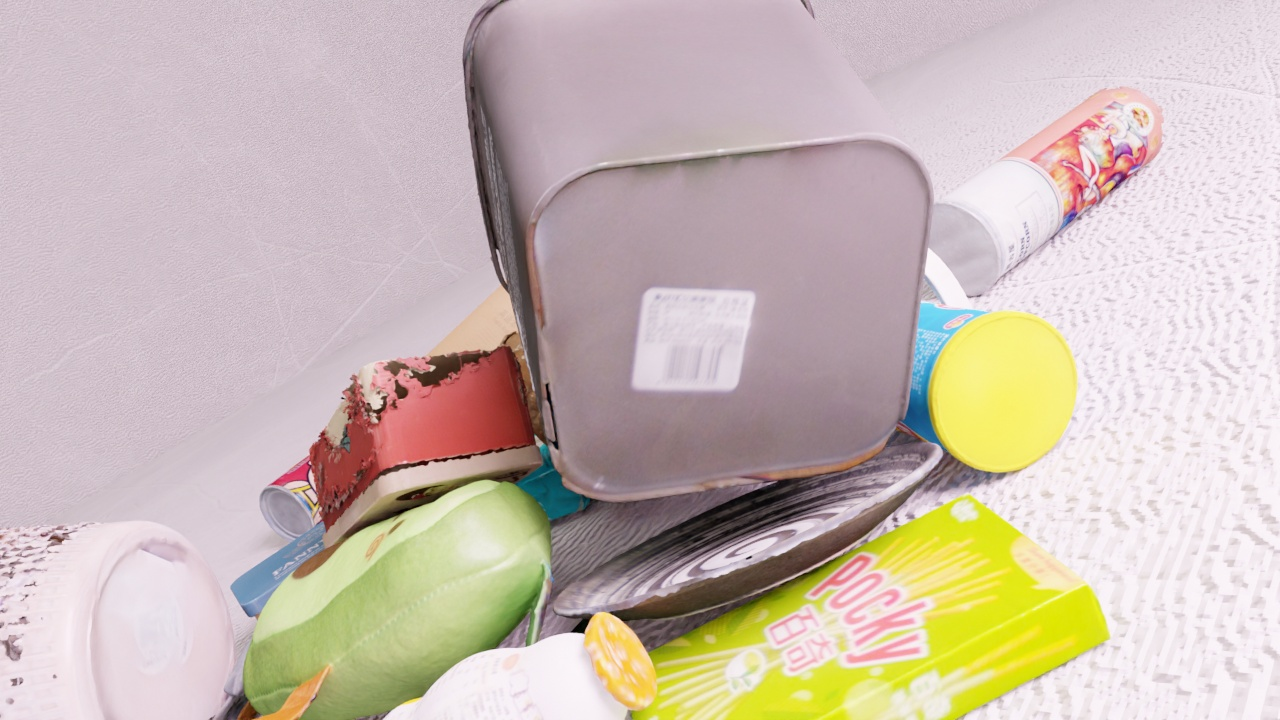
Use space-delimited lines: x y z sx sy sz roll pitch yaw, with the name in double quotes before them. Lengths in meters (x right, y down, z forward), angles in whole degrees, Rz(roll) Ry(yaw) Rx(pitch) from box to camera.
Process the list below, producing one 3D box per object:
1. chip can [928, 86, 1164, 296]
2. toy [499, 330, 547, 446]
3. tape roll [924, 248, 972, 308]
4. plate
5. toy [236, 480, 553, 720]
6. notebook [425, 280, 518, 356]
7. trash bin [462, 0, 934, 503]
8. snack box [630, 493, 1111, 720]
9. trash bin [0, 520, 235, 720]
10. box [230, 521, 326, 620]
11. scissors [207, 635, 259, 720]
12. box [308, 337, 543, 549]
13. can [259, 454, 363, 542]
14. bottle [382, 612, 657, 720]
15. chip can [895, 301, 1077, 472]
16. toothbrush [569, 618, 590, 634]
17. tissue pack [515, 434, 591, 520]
"chip can" 0.291 -0.127 0.665 0.214 0.071 0.071 -33 15 -25
"toy" -0.004 0.004 0.623 0.083 0.143 0.225 -42 4 29
"tape roll" 0.161 -0.033 0.530 0.014 0.086 0.086 -30 14 -8
"plate" 0.048 0.080 0.399 0.179 0.024 0.179 -23 -3 -2
"toy" -0.129 0.128 0.463 0.247 0.090 0.226 -33 5 33
"notebook" -0.125 0.000 0.829 0.211 0.012 0.149 -44 50 -5
"trash bin" 0.018 -0.065 0.442 0.198 0.199 0.219 -7 33 -5
"snack box" 0.071 0.105 0.327 0.156 0.026 0.085 -27 14 0
"trash bin" -0.350 0.181 0.508 0.192 0.227 0.227 -14 15 3
"box" -0.196 0.138 0.641 0.183 0.061 0.090 -33 14 -29
"scissors" -0.230 0.204 0.483 0.147 0.014 0.171 110 180 -54
"box" -0.128 0.046 0.507 0.091 0.080 0.169 -8 -17 -31
"can" -0.308 0.124 0.884 0.067 0.066 0.093 -18 17 34
"bottle" -0.046 0.134 0.330 0.108 0.063 0.063 -38 11 15
"chip can" 0.135 0.000 0.496 0.071 0.071 0.210 -29 13 -8
"toothbrush" -0.051 0.155 0.406 0.012 0.017 0.185 -18 15 42
"tissue pack" -0.059 0.067 0.658 0.093 0.050 0.133 -22 14 29
